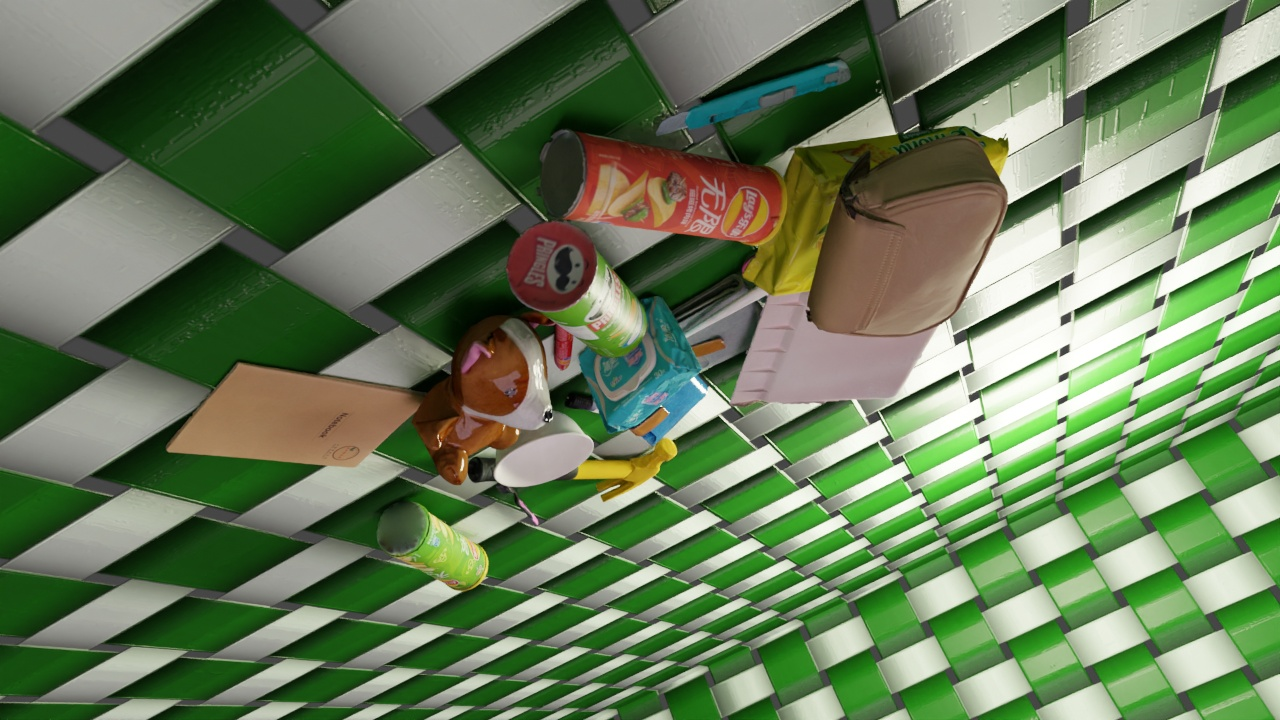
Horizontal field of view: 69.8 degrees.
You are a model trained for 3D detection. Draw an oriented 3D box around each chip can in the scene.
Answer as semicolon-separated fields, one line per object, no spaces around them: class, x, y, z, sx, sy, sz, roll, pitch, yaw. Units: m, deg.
chip can;0.023;-0.141;0.760;0.216;0.073;0.073;2;143;-38
chip can;-0.047;-0.054;0.800;0.072;0.072;0.236;-26;168;5
chip can;-0.273;0.249;1.216;0.072;0.072;0.221;-24;152;1

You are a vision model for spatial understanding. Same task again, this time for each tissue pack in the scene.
tissue pack;-0.006;0.006;0.969;0.050;0.093;0.134;5;141;-48

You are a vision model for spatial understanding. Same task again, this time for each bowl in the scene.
bowl;-0.120;0.089;1.059;0.118;0.064;0.118;-18;152;-10

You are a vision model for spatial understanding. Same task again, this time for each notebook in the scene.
notebook;-0.335;0.060;0.912;0.148;0.008;0.207;-39;148;28

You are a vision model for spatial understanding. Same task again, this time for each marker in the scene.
marker;-0.043;0.058;1.113;0.023;0.018;0.130;-22;156;32

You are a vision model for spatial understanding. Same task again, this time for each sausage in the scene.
sausage;-0.077;-0.032;0.930;0.020;0.020;0.156;-15;151;-14

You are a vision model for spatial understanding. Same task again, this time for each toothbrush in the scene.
toothbrush;-0.167;0.201;1.274;0.018;0.014;0.189;-13;152;2
toothbrush;0.076;-0.041;0.965;0.180;0.016;0.016;-31;140;24

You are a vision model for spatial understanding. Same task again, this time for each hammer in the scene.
hammer;-0.093;0.144;1.210;0.300;0.032;0.129;7;139;-43

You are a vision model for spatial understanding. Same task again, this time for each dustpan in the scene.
dustpan;0.242;-0.054;1.089;0.273;0.138;0.223;5;142;-9

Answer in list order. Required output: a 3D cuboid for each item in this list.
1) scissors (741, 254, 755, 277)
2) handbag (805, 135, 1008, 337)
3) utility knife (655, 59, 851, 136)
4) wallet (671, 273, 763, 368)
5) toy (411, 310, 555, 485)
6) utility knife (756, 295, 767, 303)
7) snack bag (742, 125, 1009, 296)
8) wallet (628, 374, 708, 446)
scissors;0.163;-0.103;0.989;0.133;0.017;0.134;-15;148;-22
handbag;0.227;-0.105;0.807;0.147;0.099;0.205;-9;145;-10
utility knife;0.094;-0.213;0.748;0.176;0.013;0.029;-19;150;-7
wallet;0.089;-0.035;1.027;0.107;0.037;0.129;-30;150;12
toy;-0.145;0.033;0.892;0.139;0.130;0.200;-42;165;-53
utility knife;0.175;-0.061;1.040;0.034;0.018;0.218;-39;155;23
snack bag;0.229;-0.150;0.891;0.246;0.068;0.158;-11;145;-19
wallet;0.023;0.045;1.101;0.106;0.040;0.133;-43;149;1
